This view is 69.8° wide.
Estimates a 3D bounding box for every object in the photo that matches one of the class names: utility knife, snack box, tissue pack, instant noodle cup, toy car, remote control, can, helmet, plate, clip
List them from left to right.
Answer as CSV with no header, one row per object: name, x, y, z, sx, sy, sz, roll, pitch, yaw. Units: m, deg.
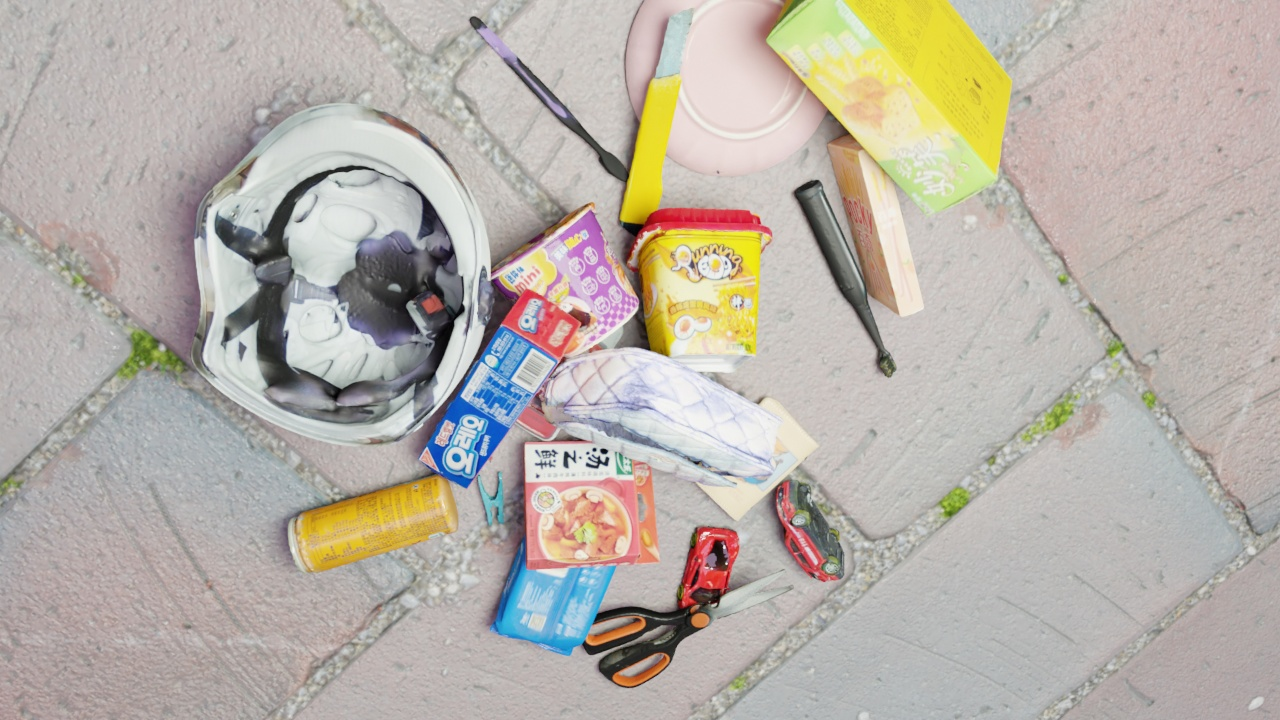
helmet,-0.219,-0.067,0.739,0.229,0.145,0.259,15,100,4
can,-0.246,0.152,0.854,0.146,0.058,0.058,-16,109,-5
clip,-0.143,0.135,0.891,0.040,0.014,0.056,-9,109,-7
snack box,-0.125,0.031,0.784,0.057,0.058,0.208,32,132,-7
tissue pack,-0.082,0.215,0.907,0.095,0.052,0.157,19,103,-13
remote control,-0.071,0.009,0.856,0.056,0.020,0.136,33,99,-6
instant noodle cup,-0.061,-0.064,0.785,0.111,0.111,0.099,-34,101,2
snack box,-0.045,0.133,0.858,0.127,0.044,0.113,-1,63,-10
utility knife,0.015,-0.198,0.785,0.033,0.015,0.207,6,124,-13
instant noodle cup,0.051,-0.056,0.795,0.116,0.116,0.123,0,78,-10
toy car,0.071,0.222,0.948,0.049,0.031,0.106,10,107,-12
plate,0.085,-0.255,0.794,0.192,0.039,0.192,-3,108,-9
toy car,0.170,0.176,0.938,0.045,0.052,0.120,-21,116,23
snack box,0.214,-0.124,0.835,0.026,0.084,0.157,-21,109,0
snack box,0.212,-0.246,0.757,0.210,0.157,0.070,41,139,-19

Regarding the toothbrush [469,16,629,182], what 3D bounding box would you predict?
toothbrush,-0.077,-0.223,0.793,0.189,0.017,0.014,44,84,-16

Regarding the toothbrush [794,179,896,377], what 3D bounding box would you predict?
toothbrush,0.202,-0.073,0.879,0.026,0.027,0.213,-15,114,34

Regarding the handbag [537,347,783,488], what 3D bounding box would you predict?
handbag,0.022,0.056,0.809,0.193,0.134,0.075,27,69,-35

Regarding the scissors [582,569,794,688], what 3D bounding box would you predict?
scissors,0.053,0.277,0.948,0.234,0.021,0.163,-3,117,0

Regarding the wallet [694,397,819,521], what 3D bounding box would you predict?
wallet,0.111,0.097,0.920,0.115,0.024,0.087,-43,114,6

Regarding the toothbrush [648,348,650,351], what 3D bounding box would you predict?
toothbrush,-0.005,0.005,0.874,0.181,0.018,0.015,-34,117,4
